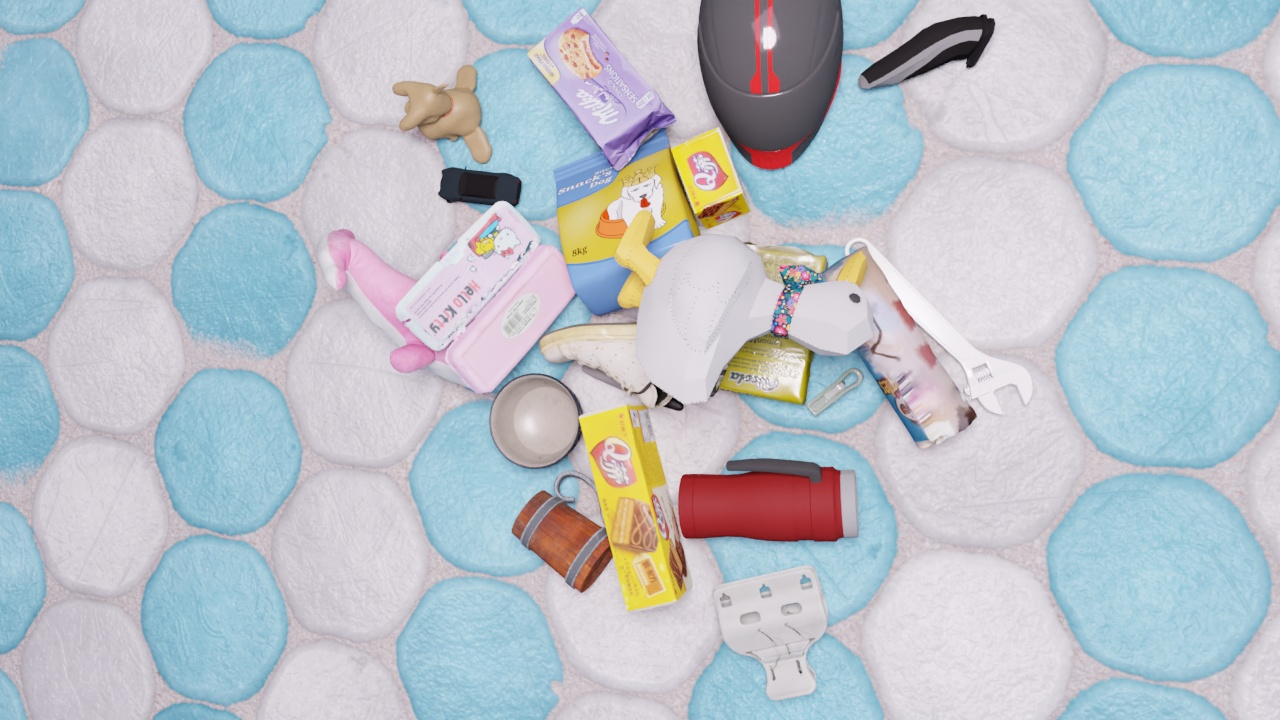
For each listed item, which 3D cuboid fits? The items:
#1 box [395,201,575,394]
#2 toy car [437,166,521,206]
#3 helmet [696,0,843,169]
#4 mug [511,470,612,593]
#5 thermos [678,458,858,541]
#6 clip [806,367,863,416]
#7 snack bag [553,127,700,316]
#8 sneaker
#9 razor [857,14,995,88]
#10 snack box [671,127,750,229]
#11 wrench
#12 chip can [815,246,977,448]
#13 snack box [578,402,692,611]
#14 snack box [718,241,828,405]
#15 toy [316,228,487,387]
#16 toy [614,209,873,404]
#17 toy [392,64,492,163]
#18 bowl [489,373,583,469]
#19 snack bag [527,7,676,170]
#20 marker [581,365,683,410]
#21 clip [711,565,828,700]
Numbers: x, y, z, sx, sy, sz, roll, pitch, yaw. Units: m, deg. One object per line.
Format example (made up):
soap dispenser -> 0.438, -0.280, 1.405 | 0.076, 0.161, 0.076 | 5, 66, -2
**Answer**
box -> -0.173, -0.076, 1.093 | 0.154, 0.045, 0.200 | 49, 65, -26
toy car -> -0.207, -0.223, 1.179 | 0.112, 0.034, 0.046 | 9, 89, 13
helmet -> 0.146, -0.365, 1.040 | 0.164, 0.169, 0.264 | 0, 87, 12
mug -> -0.082, 0.202, 1.117 | 0.111, 0.081, 0.117 | 34, 77, 15
thermos -> 0.146, 0.157, 1.053 | 0.199, 0.083, 0.108 | -3, 124, 14
clip -> 0.229, 0.036, 1.076 | 0.074, 0.035, 0.023 | -40, 82, 14
snack bag -> -0.019, -0.178, 1.112 | 0.159, 0.102, 0.205 | -19, 64, 11
sneaker -> -0.006, 0.006, 1.087 | 0.242, 0.088, 0.102 | -2, 88, 25
razor -> 0.328, -0.355, 1.062 | 0.156, 0.057, 0.060 | -14, 116, 11
snack box -> 0.084, -0.211, 1.078 | 0.061, 0.105, 0.083 | -21, 83, 10
wrench -> 0.339, -0.044, 1.062 | 0.066, 0.018, 0.273 | -45, 79, 7
chip can -> 0.282, -0.014, 1.024 | 0.080, 0.079, 0.229 | -33, 90, 9
snack box -> -0.004, 0.168, 1.078 | 0.062, 0.110, 0.230 | -15, 84, 12
snack box -> 0.150, -0.046, 1.089 | 0.121, 0.045, 0.181 | 10, 86, 15
toy -> -0.266, -0.074, 1.111 | 0.128, 0.186, 0.265 | -42, 117, 11
toy -> 0.097, -0.051, 0.940 | 0.268, 0.141, 0.246 | 25, 60, 18
toy -> -0.253, -0.318, 1.162 | 0.106, 0.108, 0.134 | -14, 84, 28
bowl -> -0.122, 0.074, 1.134 | 0.115, 0.059, 0.115 | -1, 87, 12
snack bag -> -0.048, -0.333, 1.125 | 0.096, 0.058, 0.205 | -37, 71, 5
marker -> -0.009, 0.031, 1.136 | 0.139, 0.016, 0.022 | 23, 61, 13
clip -> 0.161, 0.316, 1.072 | 0.126, 0.091, 0.151 | -16, 98, 13
